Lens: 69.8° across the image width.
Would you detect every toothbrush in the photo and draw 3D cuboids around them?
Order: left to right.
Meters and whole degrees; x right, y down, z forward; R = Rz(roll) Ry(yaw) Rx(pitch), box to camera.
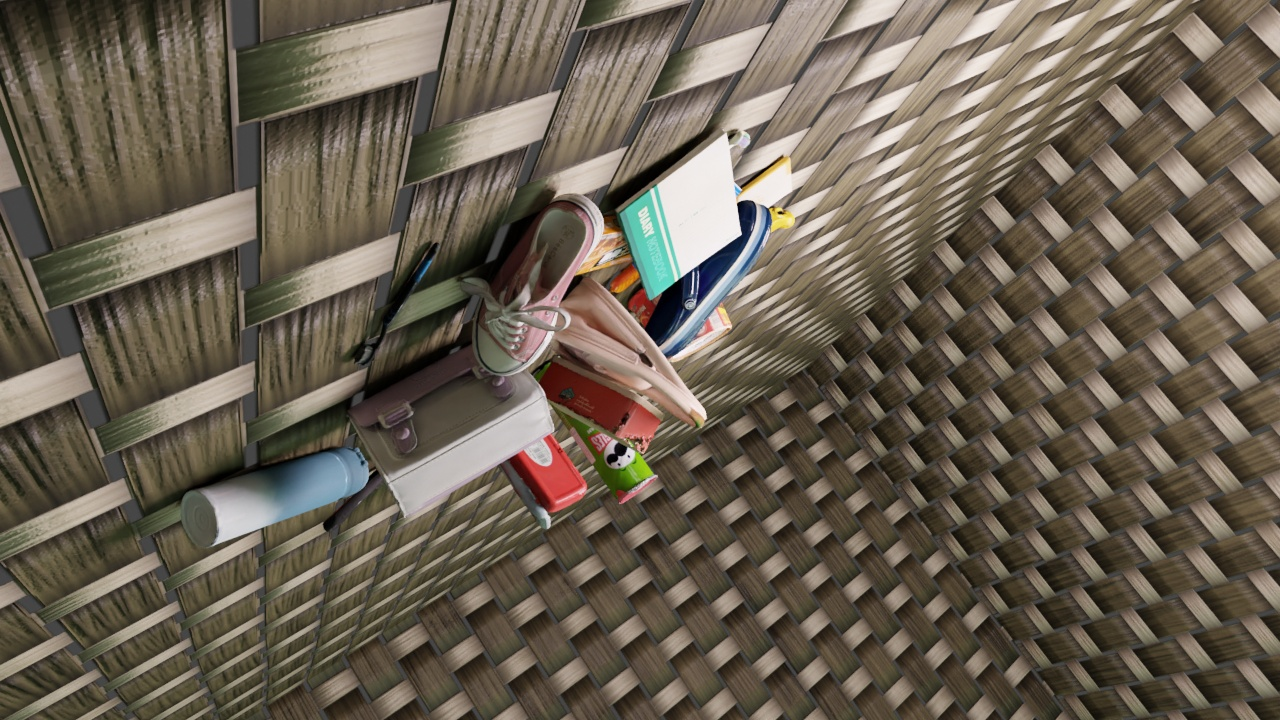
[{"bbox_3d":[-0.235,-0.050,0.876,0.016,0.014,0.190,7,141,-38],"label":"toothbrush"},{"bbox_3d":[0.057,-0.201,1.087,0.190,0.020,0.029,-41,170,28],"label":"toothbrush"}]

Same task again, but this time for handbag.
[{"bbox_3d":[-0.218,0.063,1.046,0.196,0.145,0.099,-30,137,-19],"label":"handbag"},{"bbox_3d":[-0.007,0.007,1.194,0.093,0.234,0.193,-52,172,-7],"label":"handbag"}]

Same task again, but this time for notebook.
[{"bbox_3d":[0.050,-0.163,1.077,0.150,0.012,0.209,-38,155,-6],"label":"notebook"},{"bbox_3d":[0.128,-0.204,1.302,0.206,0.010,0.146,-36,168,4],"label":"notebook"}]

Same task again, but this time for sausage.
[{"bbox_3d":[0.020,-0.142,1.215,0.165,0.021,0.021,-38,168,13],"label":"sausage"}]

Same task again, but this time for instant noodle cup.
[{"bbox_3d":[0.064,-0.069,1.375,0.138,0.108,0.138,-28,171,-5],"label":"instant noodle cup"}]

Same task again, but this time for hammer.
[{"bbox_3d":[0.116,-0.139,1.471,0.302,0.033,0.128,-42,166,27],"label":"hammer"}]

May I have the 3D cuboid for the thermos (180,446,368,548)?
[{"bbox_3d":[-0.407,0.150,1.048,0.070,0.070,0.220,-42,167,29],"label":"thermos"}]

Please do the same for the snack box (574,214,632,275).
[{"bbox_3d":[-0.042,-0.135,1.054,0.153,0.026,0.075,-22,162,-50],"label":"snack box"}]

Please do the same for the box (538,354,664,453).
[{"bbox_3d":[-0.061,0.066,1.234,0.077,0.168,0.091,-60,143,-8],"label":"box"}]

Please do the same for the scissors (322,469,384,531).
[{"bbox_3d":[-0.326,0.142,1.206,0.232,0.021,0.221,-45,-171,-21],"label":"scissors"}]

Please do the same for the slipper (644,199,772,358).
[{"bbox_3d":[0.074,-0.120,1.248,0.253,0.095,0.105,-54,-154,14],"label":"slipper"}]

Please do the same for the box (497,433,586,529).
[{"bbox_3d":[-0.177,0.152,1.360,0.095,0.201,0.100,-23,156,-38],"label":"box"}]

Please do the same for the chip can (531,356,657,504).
[{"bbox_3d":[-0.072,0.101,1.381,0.072,0.236,0.072,-35,168,-8],"label":"chip can"}]

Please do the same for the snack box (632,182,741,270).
[{"bbox_3d":[0.059,-0.168,1.147,0.157,0.026,0.084,-48,168,12],"label":"snack box"}]

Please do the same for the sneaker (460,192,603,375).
[{"bbox_3d":[-0.120,-0.063,0.927,0.242,0.118,0.087,-52,178,38],"label":"sneaker"}]
